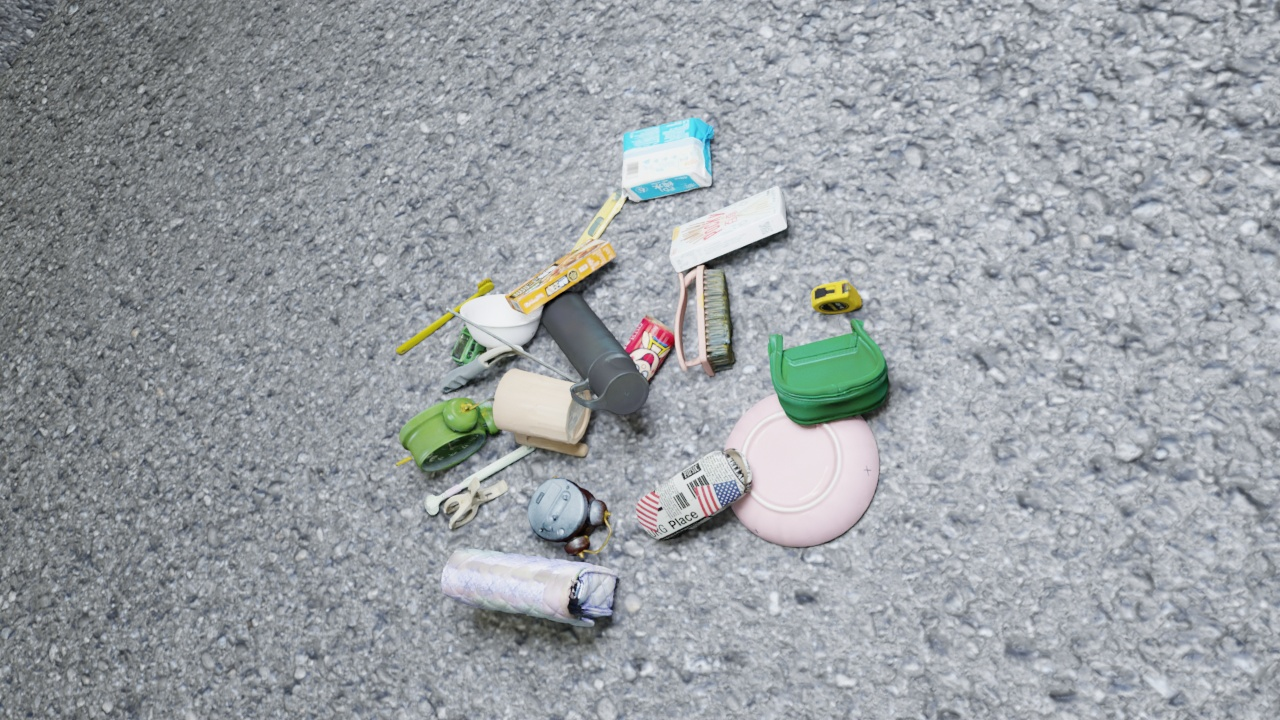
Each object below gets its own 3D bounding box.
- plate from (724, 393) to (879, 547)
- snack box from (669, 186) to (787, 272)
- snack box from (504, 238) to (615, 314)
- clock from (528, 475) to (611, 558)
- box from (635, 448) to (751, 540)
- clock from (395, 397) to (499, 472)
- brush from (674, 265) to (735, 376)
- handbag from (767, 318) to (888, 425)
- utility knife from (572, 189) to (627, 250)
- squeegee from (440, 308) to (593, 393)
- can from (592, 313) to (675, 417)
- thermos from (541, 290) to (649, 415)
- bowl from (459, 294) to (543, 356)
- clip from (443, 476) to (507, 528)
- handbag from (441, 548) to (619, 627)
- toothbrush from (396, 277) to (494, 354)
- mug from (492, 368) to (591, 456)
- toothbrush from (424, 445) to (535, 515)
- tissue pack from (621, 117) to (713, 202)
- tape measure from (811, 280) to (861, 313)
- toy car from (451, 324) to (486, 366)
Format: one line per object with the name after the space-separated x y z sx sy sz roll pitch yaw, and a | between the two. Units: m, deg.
0.182 0.122 1.085 0.193 0.039 0.192 -9 69 24 | plate
0.115 -0.173 1.206 0.157 0.027 0.084 -20 30 19 | snack box
-0.112 -0.117 1.275 0.153 0.026 0.075 -35 21 -13 | snack box
-0.089 0.203 1.186 0.122 0.055 0.082 30 87 31 | clock
0.059 0.165 1.094 0.164 0.077 0.074 -36 65 31 | box
-0.259 0.096 1.276 0.161 0.116 0.056 -37 71 15 | clock
0.080 -0.056 1.184 0.073 0.063 0.145 -8 68 14 | brush
0.216 0.008 1.068 0.131 0.068 0.120 -14 50 4 | handbag
-0.071 -0.178 1.336 0.031 0.019 0.178 35 95 37 | utility knife
-0.215 0.006 1.284 0.247 0.246 0.039 -20 47 49 | squeegee
-0.007 0.007 1.212 0.053 0.053 0.132 34 90 32 | can
-0.072 -0.011 1.183 0.090 0.068 0.242 -16 31 -15 | thermos
-0.196 -0.044 1.312 0.118 0.118 0.065 17 119 31 | bowl
-0.235 0.195 1.275 0.097 0.060 0.034 -41 58 22 | clip
-0.131 0.281 1.134 0.194 0.134 0.075 -1 72 28 | handbag
-0.302 -0.068 1.411 0.190 0.015 0.016 -34 56 13 | toothbrush
-0.125 0.076 1.209 0.104 0.125 0.084 11 46 20 | mug
-0.225 0.163 1.291 0.190 0.020 0.029 -31 68 13 | toothbrush
0.035 -0.279 1.285 0.140 0.063 0.090 -7 71 26 | tissue pack
0.237 -0.079 1.115 0.057 0.060 0.028 -9 70 30 | tape measure
-0.247 -0.032 1.361 0.043 0.036 0.091 20 78 32 | toy car
